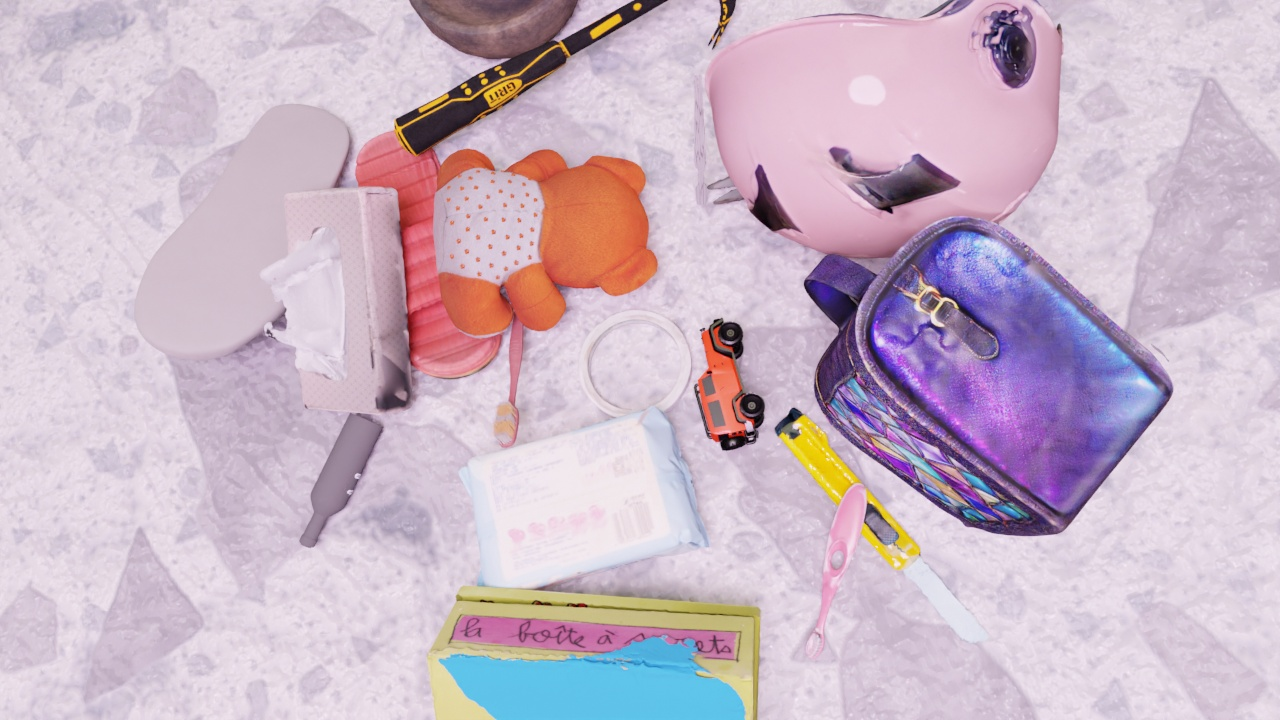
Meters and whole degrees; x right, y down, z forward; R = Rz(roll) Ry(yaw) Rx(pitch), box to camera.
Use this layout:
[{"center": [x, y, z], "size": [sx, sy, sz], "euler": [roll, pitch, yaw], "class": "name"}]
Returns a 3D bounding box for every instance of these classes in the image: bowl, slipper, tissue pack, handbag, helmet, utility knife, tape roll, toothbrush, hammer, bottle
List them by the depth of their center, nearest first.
[{"center": [0.205, 0.006, 0.622], "size": [0.222, 0.205, 0.125], "euler": [40, 85, 10], "class": "handbag"}, {"center": [0.164, -0.150, 0.634], "size": [0.231, 0.254, 0.152], "euler": [-1, 90, 45], "class": "helmet"}, {"center": [0.144, 0.156, 0.679], "size": [0.022, 0.016, 0.135], "euler": [15, 86, 24], "class": "toothbrush"}, {"center": [0.180, 0.123, 0.693], "size": [0.030, 0.019, 0.218], "euler": [-42, 76, 7], "class": "utility knife"}, {"center": [0.044, -0.167, 0.699], "size": [0.010, 0.182, 0.010], "euler": [-13, 71, 0], "class": "toothbrush"}, {"center": [-0.049, 0.111, 0.703], "size": [0.182, 0.070, 0.112], "euler": [-17, 74, 7], "class": "tissue pack"}, {"center": [-0.245, -0.046, 0.740], "size": [0.104, 0.071, 0.181], "euler": [3, 102, 26], "class": "tissue pack"}, {"center": [-0.101, -0.013, 0.740], "size": [0.015, 0.016, 0.184], "euler": [-10, 53, 15], "class": "toothbrush"}, {"center": [-0.004, 0.004, 0.751], "size": [0.093, 0.013, 0.093], "euler": [-2, 75, 9], "class": "tape roll"}, {"center": [-0.251, 0.100, 0.757], "size": [0.030, 0.030, 0.113], "euler": [21, 80, 13], "class": "bottle"}, {"center": [-0.065, -0.262, 0.782], "size": [0.321, 0.123, 0.036], "euler": [-29, 40, 4], "class": "hammer"}, {"center": [-0.194, -0.099, 0.784], "size": [0.103, 0.059, 0.248], "euler": [-24, 72, 2], "class": "slipper"}, {"center": [-0.337, -0.106, 0.809], "size": [0.113, 0.081, 0.265], "euler": [20, 64, -7], "class": "slipper"}, {"center": [-0.127, -0.345, 0.828], "size": [0.162, 0.070, 0.162], "euler": [-2, 76, 8], "class": "bowl"}]

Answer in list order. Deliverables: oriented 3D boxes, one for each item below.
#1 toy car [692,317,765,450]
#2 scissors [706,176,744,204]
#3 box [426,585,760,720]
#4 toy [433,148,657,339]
[{"center": [0.066, 0.019, 0.716], "size": [0.049, 0.051, 0.100], "euler": [-16, 75, 3], "class": "toy car"}, {"center": [0.164, -0.181, 0.769], "size": [0.228, 0.016, 0.134], "euler": [-7, 76, 7], "class": "scissors"}, {"center": [-0.026, 0.233, 0.639], "size": [0.221, 0.081, 0.124], "euler": [-1, 112, 8], "class": "box"}, {"center": [-0.077, -0.103, 0.740], "size": [0.172, 0.093, 0.163], "euler": [-4, 70, -4], "class": "toy"}]
